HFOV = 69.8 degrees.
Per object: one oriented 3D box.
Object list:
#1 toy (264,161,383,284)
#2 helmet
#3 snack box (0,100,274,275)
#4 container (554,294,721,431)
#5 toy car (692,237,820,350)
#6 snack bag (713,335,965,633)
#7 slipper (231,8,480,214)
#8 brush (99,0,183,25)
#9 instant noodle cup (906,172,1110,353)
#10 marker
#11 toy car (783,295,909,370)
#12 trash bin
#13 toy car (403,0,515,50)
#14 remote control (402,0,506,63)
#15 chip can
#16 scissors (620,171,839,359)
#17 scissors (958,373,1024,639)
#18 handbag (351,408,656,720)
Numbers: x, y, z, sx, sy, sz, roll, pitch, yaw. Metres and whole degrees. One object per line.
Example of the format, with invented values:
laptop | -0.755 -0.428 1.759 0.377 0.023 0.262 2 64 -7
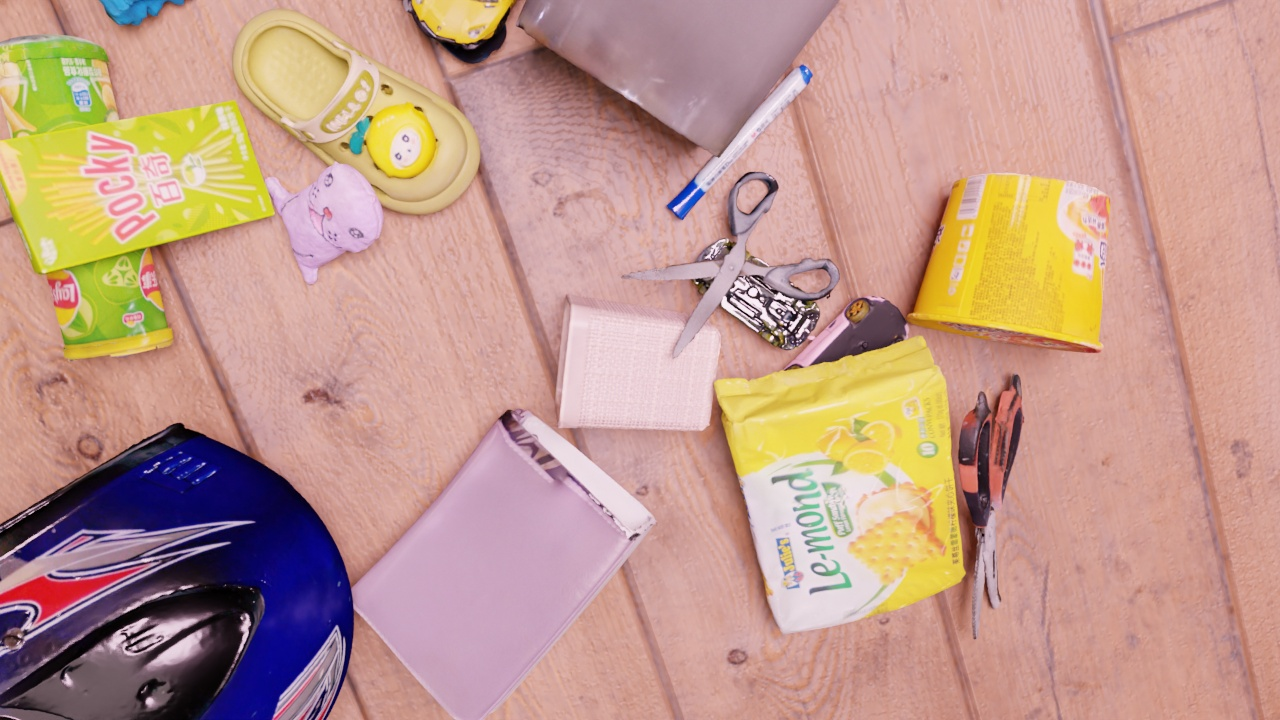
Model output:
toy | -0.225 -0.106 0.660 0.108 0.038 0.084 -12 105 40
helmet | -0.342 0.208 0.603 0.314 0.248 0.240 -38 96 -29
snack box | -0.340 -0.120 0.625 0.156 0.026 0.086 -25 108 -37
container | -0.004 0.004 0.686 0.111 0.090 0.090 6 100 -8
toy car | 0.088 -0.051 0.709 0.105 0.032 0.048 36 97 -1
snack bag | 0.157 0.099 0.704 0.158 0.068 0.247 -15 120 2
slipper | -0.206 -0.174 0.644 0.190 0.081 0.092 34 99 -6
brush | -0.384 -0.268 0.623 0.314 0.060 0.109 -39 95 0
instant noodle cup | 0.274 -0.070 0.671 0.138 0.138 0.110 11 91 -6
marker | 0.075 -0.165 0.694 0.017 0.017 0.146 42 96 -10
toy car | 0.154 0.001 0.718 0.122 0.037 0.056 -45 114 5
trash bin | 0.045 -0.267 0.591 0.198 0.198 0.220 30 104 -8
toy car | -0.101 -0.284 0.632 0.071 0.041 0.155 32 77 -8
remote control | -0.150 -0.273 0.655 0.053 0.024 0.136 -40 101 -2
chip can | -0.392 -0.112 0.647 0.072 0.072 0.221 -9 101 -2
scissors | 0.071 -0.068 0.669 0.159 0.014 0.180 23 66 -11
scissors | 0.277 0.112 0.728 0.189 0.015 0.221 35 70 -50
handbag | -0.106 0.153 0.702 0.145 0.098 0.197 41 97 6
